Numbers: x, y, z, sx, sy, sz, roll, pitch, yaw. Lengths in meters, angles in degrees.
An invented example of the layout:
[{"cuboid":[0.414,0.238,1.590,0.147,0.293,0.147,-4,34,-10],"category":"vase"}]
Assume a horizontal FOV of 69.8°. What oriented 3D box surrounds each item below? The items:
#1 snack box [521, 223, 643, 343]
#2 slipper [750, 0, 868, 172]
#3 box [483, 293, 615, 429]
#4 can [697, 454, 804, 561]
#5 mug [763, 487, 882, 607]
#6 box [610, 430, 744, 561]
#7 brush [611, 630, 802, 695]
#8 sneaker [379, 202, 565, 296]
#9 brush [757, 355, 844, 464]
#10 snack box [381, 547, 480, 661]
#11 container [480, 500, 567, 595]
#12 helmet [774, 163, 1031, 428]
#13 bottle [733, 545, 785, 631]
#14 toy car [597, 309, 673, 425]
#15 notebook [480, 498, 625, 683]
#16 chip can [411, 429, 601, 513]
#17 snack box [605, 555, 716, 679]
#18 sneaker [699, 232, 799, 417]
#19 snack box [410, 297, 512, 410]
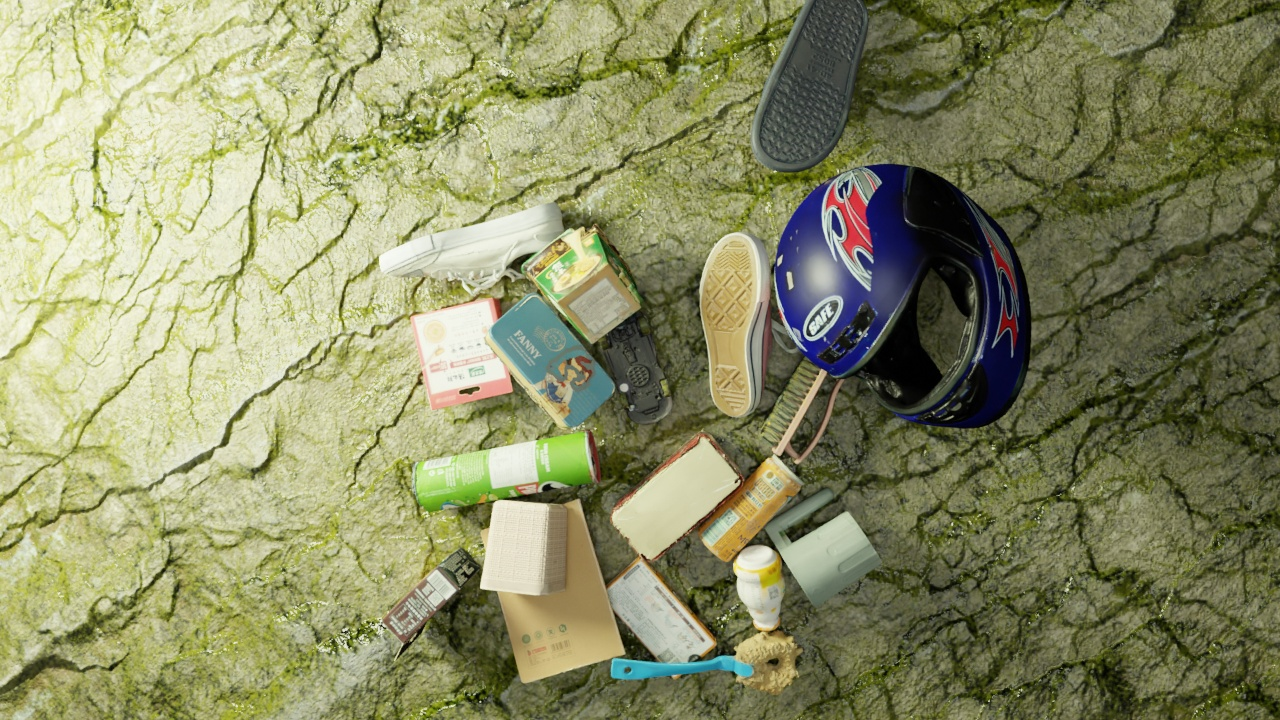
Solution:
[{"cuboid":[-0.066,-0.089,1.143,0.117,0.105,0.118,-37,122,4],"category":"snack box"},{"cuboid":[0.212,-0.345,1.162,0.110,0.083,0.267,23,75,-6],"category":"slipper"},{"cuboid":[-0.120,-0.002,1.173,0.089,0.059,0.184,-45,101,-19],"category":"box"},{"cuboid":[0.142,0.191,1.187,0.058,0.058,0.146,44,94,1],"category":"can"},{"cuboid":[0.233,0.237,1.180,0.103,0.083,0.124,-33,65,3],"category":"mug"},{"cuboid":[0.045,0.174,1.182,0.168,0.080,0.091,-41,90,3],"category":"box"},{"cuboid":[0.089,0.393,1.181,0.254,0.046,0.083,1,99,-12],"category":"brush"},{"cuboid":[-0.211,-0.131,1.189,0.242,0.089,0.091,-15,95,-2],"category":"sneaker"},{"cuboid":[0.212,0.057,1.177,0.073,0.063,0.145,30,92,6],"category":"brush"},{"cuboid":[-0.274,0.312,1.189,0.126,0.113,0.053,-43,88,3],"category":"snack box"},{"cuboid":[-0.143,0.236,1.169,0.090,0.090,0.111,3,82,14],"category":"container"},{"cuboid":[0.278,-0.079,1.050,0.240,0.248,0.314,9,51,-17],"category":"helmet"},{"cuboid":[0.156,0.295,1.185,0.063,0.063,0.108,-10,110,4],"category":"bottle"},{"cuboid":[-0.007,0.007,1.198,0.070,0.042,0.158,-18,90,4],"category":"toy car"},{"cuboid":[-0.117,0.303,1.205,0.148,0.008,0.207,-20,80,11],"category":"notebook"},{"cuboid":[-0.174,0.145,1.198,0.236,0.072,0.072,-11,91,4],"category":"chip can"},{"cuboid":[0.024,0.340,1.216,0.075,0.026,0.153,-42,89,3],"category":"snack box"},{"cuboid":[0.135,-0.049,1.165,0.118,0.087,0.241,12,115,34],"category":"sneaker"},{"cuboid":[-0.230,-0.009,1.210,0.113,0.044,0.127,-12,90,3],"category":"snack box"}]
